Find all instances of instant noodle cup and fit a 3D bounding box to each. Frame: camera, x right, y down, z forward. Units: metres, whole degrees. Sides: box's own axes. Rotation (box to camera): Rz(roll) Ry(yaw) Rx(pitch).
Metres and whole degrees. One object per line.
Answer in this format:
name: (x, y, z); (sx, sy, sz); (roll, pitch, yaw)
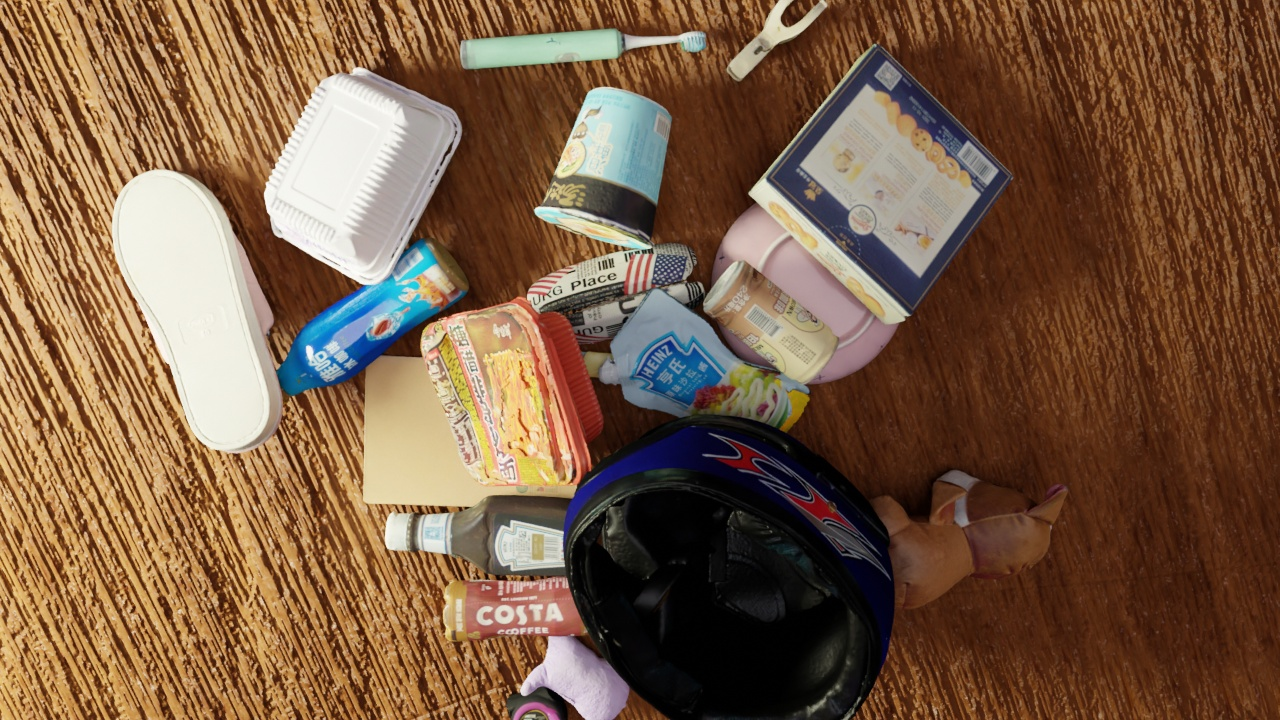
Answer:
instant noodle cup: (-0.026, -0.173, 0.820); (0.111, 0.111, 0.120); (15, 89, -5)
instant noodle cup: (-0.252, -0.168, 0.801); (0.138, 0.060, 0.173); (28, 92, 16)
instant noodle cup: (-0.106, 0.027, 0.815); (0.078, 0.189, 0.164); (-25, 101, -40)

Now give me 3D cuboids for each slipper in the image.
slipper: (-0.393, -0.046, 0.831); (0.114, 0.054, 0.274); (-26, 82, 3)

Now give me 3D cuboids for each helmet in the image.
helmet: (0.072, 0.162, 0.793); (0.248, 0.240, 0.315); (-35, 109, 15)

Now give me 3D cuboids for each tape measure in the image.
tape measure: (-0.102, 0.356, 0.920); (0.057, 0.039, 0.058); (-20, 94, 1)

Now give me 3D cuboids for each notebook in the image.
notebook: (-0.163, 0.071, 0.892); (0.207, 0.008, 0.148); (2, 98, -3)

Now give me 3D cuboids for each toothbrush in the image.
toothbrush: (-0.051, -0.286, 0.837); (0.224, 0.026, 0.027); (-5, 77, -2)

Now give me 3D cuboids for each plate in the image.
plate: (0.164, -0.069, 0.870); (0.192, 0.039, 0.192); (0, 98, -2)

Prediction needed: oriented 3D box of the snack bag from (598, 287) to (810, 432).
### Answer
snack bag: (0.057, 0.020, 0.855); (0.191, 0.038, 0.111); (30, 124, -19)

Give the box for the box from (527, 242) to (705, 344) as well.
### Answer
box: (-0.025, -0.070, 0.856); (0.163, 0.076, 0.087); (-14, 79, 2)

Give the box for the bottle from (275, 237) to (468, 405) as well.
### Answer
bottle: (-0.261, -0.026, 0.845); (0.219, 0.065, 0.065); (-36, 98, 3)

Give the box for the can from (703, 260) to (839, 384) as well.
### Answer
can: (0.117, -0.034, 0.823); (0.116, 0.058, 0.058); (37, 95, -7)

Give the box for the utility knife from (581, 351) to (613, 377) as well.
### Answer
utility knife: (-0.005, 0.005, 0.883); (0.198, 0.021, 0.031); (4, 97, -11)

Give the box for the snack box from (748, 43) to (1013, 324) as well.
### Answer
snack box: (0.219, -0.159, 0.830); (0.178, 0.046, 0.182); (42, 76, -8)

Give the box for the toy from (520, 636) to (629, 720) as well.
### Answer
toy: (-0.058, 0.318, 0.910); (0.108, 0.039, 0.083); (39, 59, -13)

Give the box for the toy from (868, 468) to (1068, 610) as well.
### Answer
toy: (0.303, 0.166, 0.881); (0.199, 0.140, 0.130); (-8, 57, -3)

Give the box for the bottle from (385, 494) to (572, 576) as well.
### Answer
bottle: (-0.145, 0.168, 0.887); (0.195, 0.044, 0.080); (2, 111, -1)

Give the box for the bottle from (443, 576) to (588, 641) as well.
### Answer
bottle: (-0.100, 0.240, 0.894); (0.175, 0.057, 0.057); (-2, 98, -2)

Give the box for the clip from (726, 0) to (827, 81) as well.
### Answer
clip: (0.123, -0.301, 0.847); (0.034, 0.081, 0.105); (43, 114, -8)
